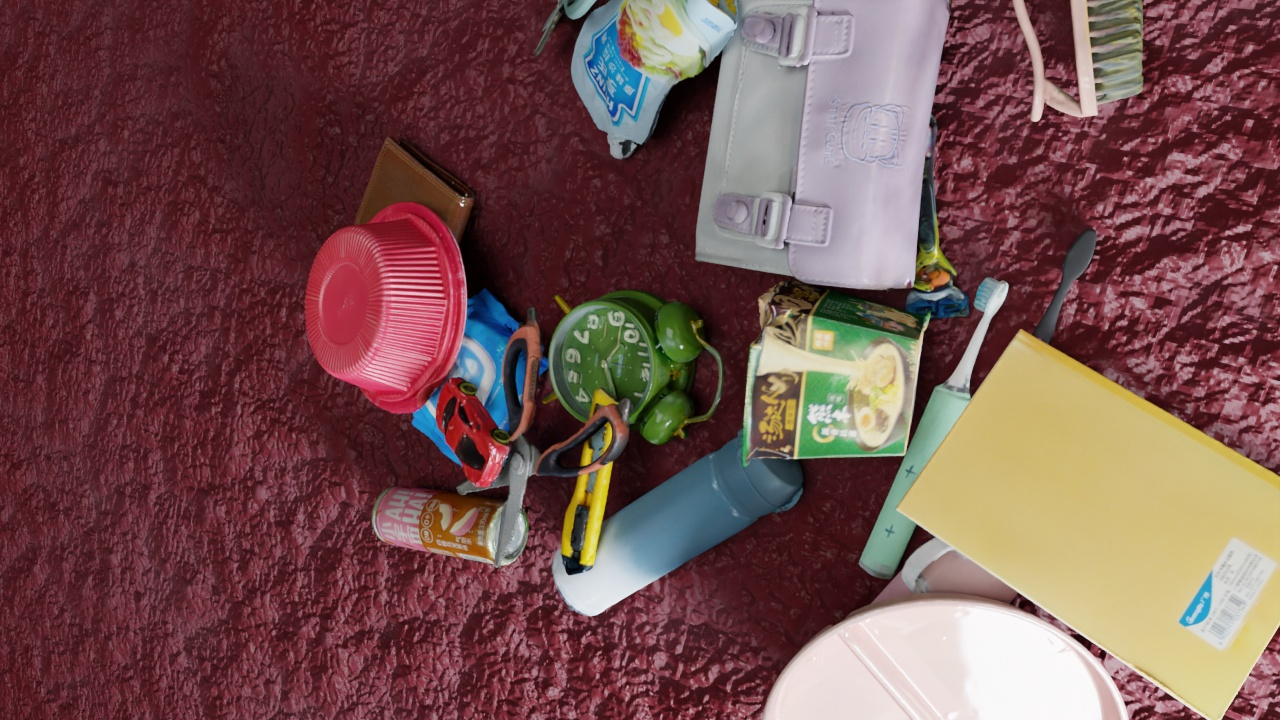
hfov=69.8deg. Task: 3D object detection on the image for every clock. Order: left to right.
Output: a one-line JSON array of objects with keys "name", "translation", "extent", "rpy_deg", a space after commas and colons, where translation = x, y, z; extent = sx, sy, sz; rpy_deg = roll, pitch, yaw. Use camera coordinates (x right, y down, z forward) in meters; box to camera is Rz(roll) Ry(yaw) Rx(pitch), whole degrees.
[{"name": "clock", "translation": [-0.004, 0.004, 0.734], "extent": [0.161, 0.056, 0.116], "rpy_deg": [12, 101, 30]}]

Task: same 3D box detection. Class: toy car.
[{"name": "toy car", "translation": [-0.145, 0.058, 0.767], "extent": [0.106, 0.031, 0.049], "rpy_deg": [51, 123, 36]}]

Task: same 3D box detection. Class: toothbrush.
[{"name": "toothbrush", "translation": [0.203, 0.050, 0.631], "extent": [0.027, 0.026, 0.225], "rpy_deg": [35, 112, 46]}, {"name": "toothbrush", "translation": [0.256, 0.003, 0.606], "extent": [0.014, 0.017, 0.189], "rpy_deg": [28, 111, 27]}]

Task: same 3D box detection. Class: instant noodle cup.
[{"name": "instant noodle cup", "translation": [-0.238, -0.049, 0.819], "extent": [0.194, 0.065, 0.194], "rpy_deg": [-1, 88, 40]}]

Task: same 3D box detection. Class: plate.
[{"name": "plate", "translation": [0.194, 0.247, 0.600], "extent": [0.229, 0.028, 0.230], "rpy_deg": [3, 111, 8]}]

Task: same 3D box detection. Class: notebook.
[{"name": "notebook", "translation": [0.282, 0.091, 0.552], "extent": [0.206, 0.010, 0.145], "rpy_deg": [34, 84, 19]}]

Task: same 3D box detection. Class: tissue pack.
[{"name": "tissue pack", "translation": [-0.150, 0.023, 0.825], "extent": [0.095, 0.052, 0.157], "rpy_deg": [41, 112, 22]}]

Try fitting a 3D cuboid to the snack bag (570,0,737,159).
[{"name": "snack bag", "translation": [0.001, -0.235, 0.685], "extent": [0.110, 0.038, 0.191], "rpy_deg": [59, 148, 3]}]

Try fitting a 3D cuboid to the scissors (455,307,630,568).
[{"name": "scissors", "translation": [-0.085, 0.071, 0.739], "extent": [0.189, 0.015, 0.222], "rpy_deg": [18, 101, 42]}]

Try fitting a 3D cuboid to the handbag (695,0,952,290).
[{"name": "handbag", "translation": [0.121, -0.153, 0.619], "extent": [0.145, 0.098, 0.197], "rpy_deg": [13, 101, 33]}]

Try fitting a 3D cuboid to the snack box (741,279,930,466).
[{"name": "snack box", "translation": [0.134, 0.012, 0.622], "extent": [0.106, 0.118, 0.117], "rpy_deg": [8, 107, 19]}]

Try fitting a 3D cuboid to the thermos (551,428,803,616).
[{"name": "thermos", "translation": [0.027, 0.130, 0.721], "extent": [0.221, 0.070, 0.070], "rpy_deg": [-36, 76, 28]}]

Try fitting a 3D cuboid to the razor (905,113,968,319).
[{"name": "razor", "translation": [0.197, -0.099, 0.626], "extent": [0.043, 0.022, 0.142], "rpy_deg": [-3, 92, 30]}]

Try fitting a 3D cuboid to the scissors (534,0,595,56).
[{"name": "scissors", "translation": [-0.040, -0.301, 0.705], "extent": [0.173, 0.019, 0.178], "rpy_deg": [-55, 26, 23]}]

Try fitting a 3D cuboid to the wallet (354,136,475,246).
[{"name": "wallet", "translation": [-0.212, -0.138, 0.865], "extent": [0.124, 0.032, 0.101], "rpy_deg": [38, 115, 23]}]

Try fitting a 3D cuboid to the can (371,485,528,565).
[{"name": "can", "translation": [-0.176, 0.151, 0.847], "extent": [0.147, 0.057, 0.058], "rpy_deg": [3, 95, 31]}]

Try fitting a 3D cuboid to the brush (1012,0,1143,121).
[{"name": "brush", "translation": [0.263, -0.220, 0.555], "extent": [0.073, 0.063, 0.145], "rpy_deg": [-4, 94, 27]}]

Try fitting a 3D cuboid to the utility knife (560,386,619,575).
[{"name": "utility knife", "translation": [-0.040, 0.097, 0.717], "extent": [0.033, 0.015, 0.154], "rpy_deg": [15, 98, 32]}]

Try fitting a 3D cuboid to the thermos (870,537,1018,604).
[{"name": "thermos", "translation": [0.171, 0.194, 0.628], "extent": [0.199, 0.087, 0.067], "rpy_deg": [-56, 36, 23]}]
